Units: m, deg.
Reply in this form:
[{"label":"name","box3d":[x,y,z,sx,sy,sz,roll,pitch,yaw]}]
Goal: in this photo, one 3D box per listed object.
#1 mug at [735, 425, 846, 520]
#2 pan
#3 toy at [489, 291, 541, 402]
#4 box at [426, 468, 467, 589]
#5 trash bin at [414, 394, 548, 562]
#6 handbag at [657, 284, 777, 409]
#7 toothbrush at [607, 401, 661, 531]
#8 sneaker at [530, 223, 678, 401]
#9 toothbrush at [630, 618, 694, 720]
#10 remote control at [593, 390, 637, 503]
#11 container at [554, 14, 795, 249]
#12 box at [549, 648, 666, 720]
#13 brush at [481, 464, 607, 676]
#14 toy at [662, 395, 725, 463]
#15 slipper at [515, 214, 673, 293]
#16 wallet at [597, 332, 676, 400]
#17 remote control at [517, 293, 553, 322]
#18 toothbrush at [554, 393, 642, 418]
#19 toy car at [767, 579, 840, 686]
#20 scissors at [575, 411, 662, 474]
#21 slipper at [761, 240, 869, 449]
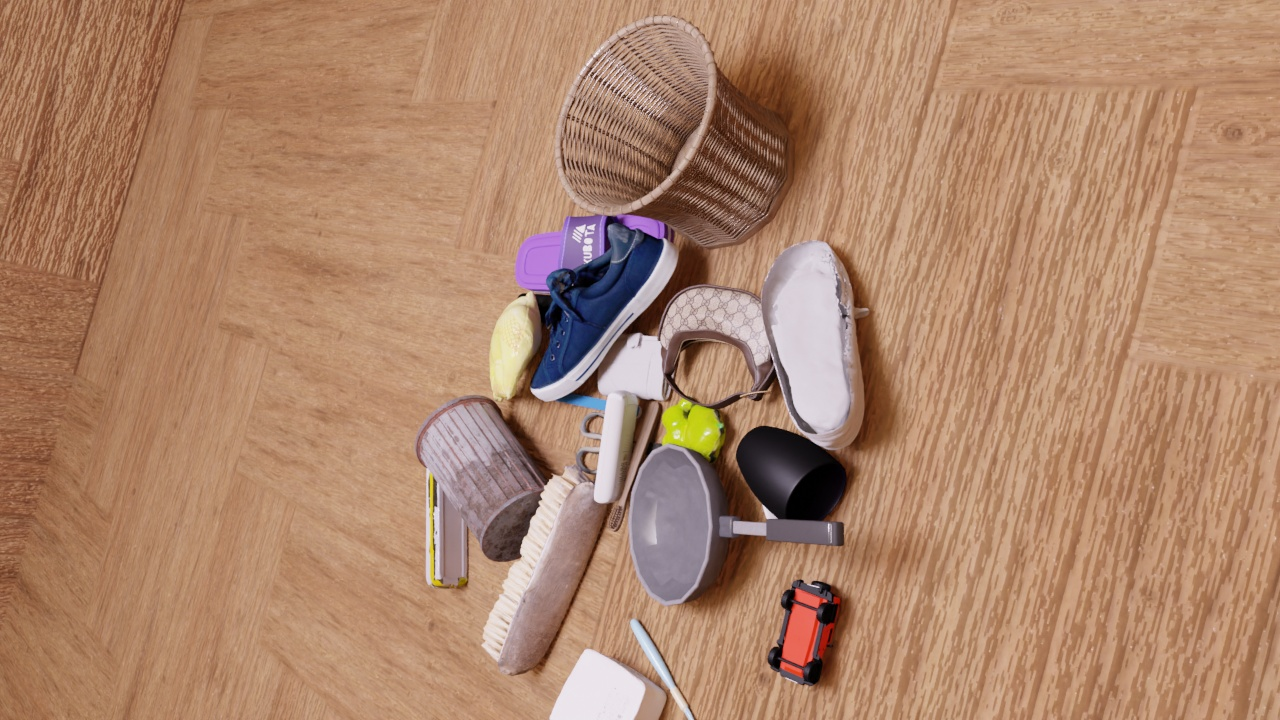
[{"label":"mug","box3d":[0.149,0.129,0.966,0.100,0.084,0.119,40,134,46]},{"label":"pan","box3d":[0.090,0.173,0.952,0.358,0.041,0.178,-14,73,60]},{"label":"toy","box3d":[-0.174,-0.020,1.258,0.171,0.064,0.154,160,123,-72]},{"label":"box","box3d":[-0.275,0.218,1.309,0.033,0.064,0.209,-14,70,27]},{"label":"trash bin","box3d":[-0.205,0.150,1.223,0.211,0.130,0.131,46,109,37]},{"label":"handbag","box3d":[0.094,-0.012,1.053,0.167,0.063,0.138,13,88,37]},{"label":"toothbrush","box3d":[-0.007,0.126,1.110,0.016,0.016,0.166,8,70,34]},{"label":"sneaker","box3d":[-0.084,-0.061,1.142,0.295,0.127,0.120,-49,23,36]},{"label":"toothbrush","box3d":[0.027,0.359,1.043,0.155,0.016,0.022,55,152,35]},{"label":"remote control","box3d":[-0.029,0.105,1.114,0.025,0.060,0.138,8,91,19]},{"label":"container","box3d":[0.048,-0.248,1.064,0.227,0.196,0.226,-12,71,38]},{"label":"box","box3d":[-0.048,0.433,1.049,0.111,0.083,0.190,19,92,44]},{"label":"brush","box3d":[-0.118,0.264,1.148,0.057,0.083,0.271,28,98,43]},{"label":"toy","box3d":[0.063,0.082,1.074,0.094,0.036,0.094,-25,57,39]},{"label":"slipper","box3d":[-0.088,-0.146,1.229,0.267,0.084,0.107,-1,78,40]},{"label":"wallet","box3d":[-0.007,0.007,1.155,0.116,0.032,0.086,-1,79,41]},{"label":"remote control","box3d":[-0.125,-0.073,1.285,0.152,0.020,0.041,7,84,43]},{"label":"toothbrush","box3d":[-0.059,0.057,1.202,0.167,0.014,0.016,8,84,46]},{"label":"toy car","box3d":[0.168,0.272,0.923,0.051,0.048,0.100,11,86,41]},{"label":"scissors","box3d":[-0.020,0.118,1.152,0.170,0.012,0.132,39,104,36]},{"label":"slipper","box3d":[0.188,-0.022,0.963,0.112,0.075,0.246,-8,59,8]}]
